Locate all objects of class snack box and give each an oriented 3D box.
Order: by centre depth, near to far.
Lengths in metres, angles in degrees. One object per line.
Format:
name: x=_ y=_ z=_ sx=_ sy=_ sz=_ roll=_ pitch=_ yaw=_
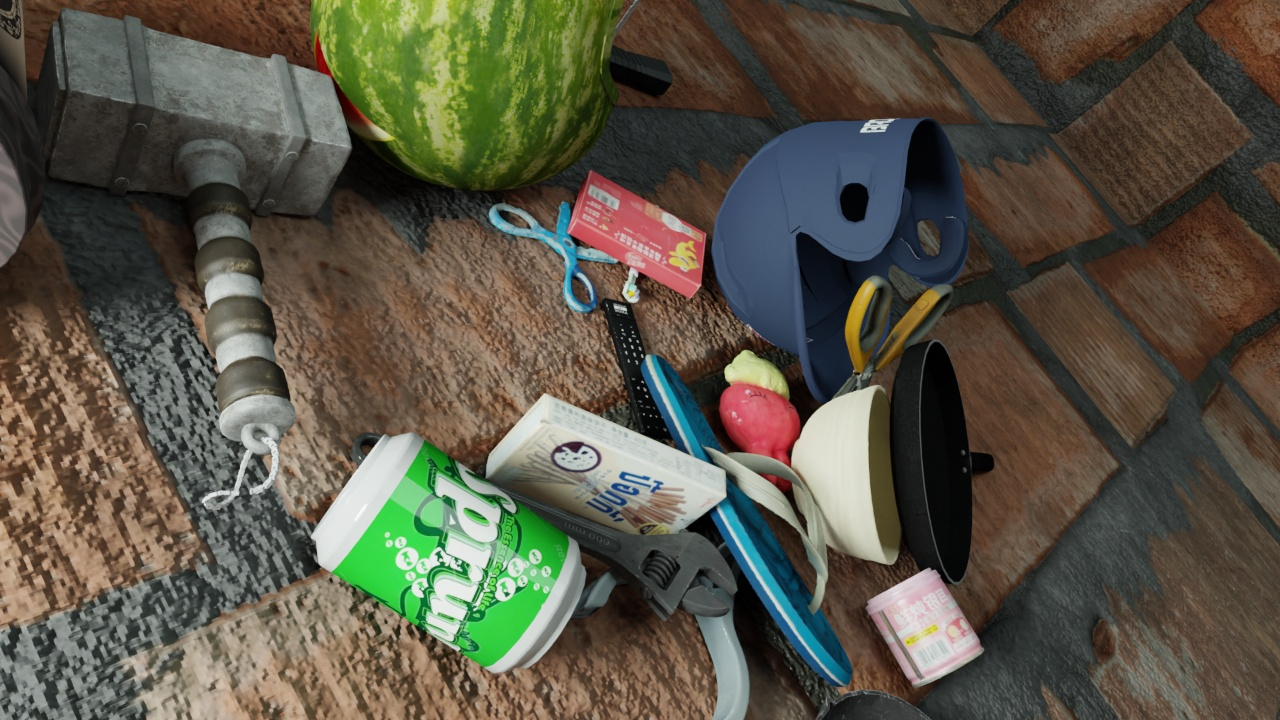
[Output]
snack box: x=-0.022 y=0.080 z=0.636 sx=0.150 sy=0.082 sz=0.026 roll=25 pitch=42 yaw=-25
snack box: x=0.000 y=-0.120 z=0.868 sx=0.133 sy=0.021 sz=0.089 roll=27 pitch=40 yaw=-15

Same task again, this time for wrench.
wrench: x=-0.058 y=0.106 z=0.602 sx=0.273 sy=0.018 sz=0.073 roll=24 pitch=39 yaw=-11

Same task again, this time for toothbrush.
toothbrush: x=0.003 y=-0.108 z=0.890 sx=0.022 sy=0.015 sz=0.154 roll=55 pitch=30 yaw=-31
toothbrush: x=-0.031 y=-0.332 z=0.930 sx=0.010 sy=0.182 sz=0.010 roll=52 pitch=32 yaw=14

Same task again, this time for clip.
clip: x=0.029 y=0.192 z=0.625 sx=0.164 sy=0.032 sz=0.165 roll=14 pitch=48 yaw=-34

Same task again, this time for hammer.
hammer: x=-0.250 y=-0.062 z=0.557 sx=0.176 sy=0.080 sz=0.326 roll=3 pitch=54 yaw=-42
hammer: x=-0.096 y=-0.357 z=1.014 sx=0.327 sy=0.039 sz=0.131 roll=6 pitch=51 yaw=-41

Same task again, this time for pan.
pan: x=0.127 y=0.342 z=0.569 sx=0.355 sy=0.040 sz=0.207 roll=-12 pitch=65 yaw=-47
pan: x=0.308 y=0.101 z=0.914 sx=0.355 sy=0.034 sz=0.225 roll=12 pitch=74 yaw=-60

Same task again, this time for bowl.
bowl: x=0.175 y=0.099 z=0.790 sx=0.150 sy=0.075 sz=0.150 roll=-4 pitch=90 yaw=-65

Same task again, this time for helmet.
helmet: x=-0.132 y=-0.254 z=0.722 sx=0.242 sy=0.248 sz=0.213 roll=-23 pitch=38 yaw=-29
helmet: x=0.179 y=-0.094 z=0.889 sx=0.231 sy=0.224 sz=0.272 roll=4 pitch=84 yaw=-55

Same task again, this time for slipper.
slipper: x=0.090 y=0.106 z=0.705 sx=0.294 sy=0.060 sz=0.118 roll=60 pitch=15 yaw=23

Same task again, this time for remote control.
remote control: x=-0.005 y=0.005 z=0.783 sx=0.030 sy=0.009 sz=0.140 roll=11 pitch=49 yaw=-37

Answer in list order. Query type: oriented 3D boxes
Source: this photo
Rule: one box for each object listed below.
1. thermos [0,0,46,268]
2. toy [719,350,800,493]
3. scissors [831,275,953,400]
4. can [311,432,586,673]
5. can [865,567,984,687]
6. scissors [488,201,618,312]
thermos: x=-0.391 y=-0.159 z=0.452 sx=0.172 sy=0.173 sz=0.226 roll=10 pitch=43 yaw=-38
toy: x=0.108 y=0.053 z=0.812 sx=0.091 sy=0.045 sz=0.135 roll=22 pitch=50 yaw=-34
scissors: x=0.214 y=-0.011 z=0.838 sx=0.016 sy=0.225 sz=0.230 roll=38 pitch=-13 yaw=31
can: x=-0.107 y=0.109 z=0.524 sx=0.140 sy=0.088 sz=0.087 roll=36 pitch=38 yaw=-12
can: x=0.234 y=0.220 z=0.758 sx=0.067 sy=0.067 sz=0.076 roll=-7 pitch=61 yaw=-46
scissors: x=-0.071 y=-0.096 z=0.816 sx=0.134 sy=0.011 sz=0.139 roll=12 pitch=48 yaw=-38
